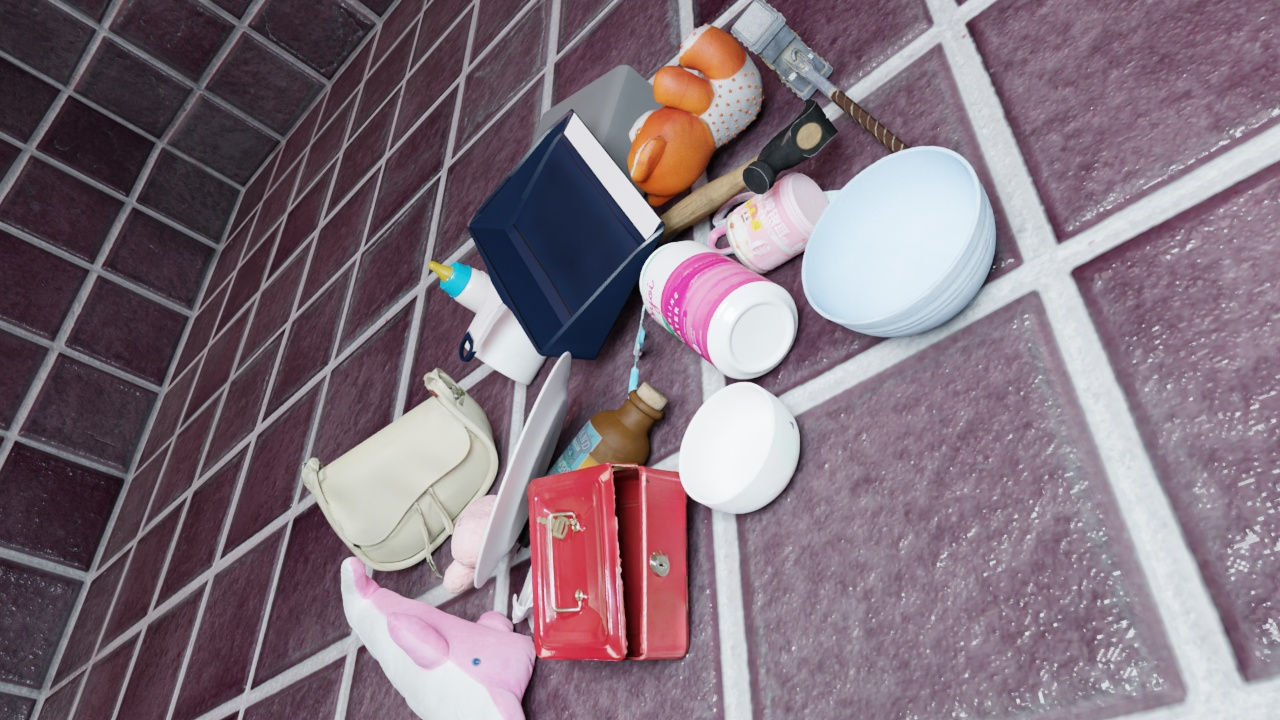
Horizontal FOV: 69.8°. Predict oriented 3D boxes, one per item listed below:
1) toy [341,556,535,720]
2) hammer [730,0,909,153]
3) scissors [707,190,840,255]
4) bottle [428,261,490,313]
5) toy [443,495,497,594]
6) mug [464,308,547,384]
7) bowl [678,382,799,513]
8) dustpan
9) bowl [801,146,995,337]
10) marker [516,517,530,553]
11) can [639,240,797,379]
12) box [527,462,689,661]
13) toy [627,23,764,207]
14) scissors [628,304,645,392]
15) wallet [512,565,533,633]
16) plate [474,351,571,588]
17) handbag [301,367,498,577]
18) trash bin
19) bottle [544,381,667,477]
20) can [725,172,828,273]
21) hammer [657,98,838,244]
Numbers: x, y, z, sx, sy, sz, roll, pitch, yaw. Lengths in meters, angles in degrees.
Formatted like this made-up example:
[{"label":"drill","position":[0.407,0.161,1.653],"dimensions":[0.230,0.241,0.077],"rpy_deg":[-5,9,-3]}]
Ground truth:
[{"label":"toy","position":[-0.185,0.277,0.888],"dimensions":[0.266,0.187,0.127],"rpy_deg":[22,43,35]},{"label":"hammer","position":[0.191,-0.230,0.835],"dimensions":[0.044,0.098,0.321],"rpy_deg":[-47,43,17]},{"label":"scissors","position":[0.131,-0.146,0.895],"dimensions":[0.175,0.017,0.076],"rpy_deg":[-11,54,51]},{"label":"bottle","position":[-0.210,-0.089,1.177],"dimensions":[0.051,0.146,0.051],"rpy_deg":[-33,41,34]},{"label":"toy","position":[-0.177,0.198,0.983],"dimensions":[0.108,0.053,0.105],"rpy_deg":[-69,3,-75]},{"label":"mug","position":[-0.152,-0.035,1.117],"dimensions":[0.090,0.091,0.121],"rpy_deg":[-58,14,2]},{"label":"bowl","position":[0.086,0.075,0.744],"dimensions":[0.105,0.054,0.104],"rpy_deg":[-34,42,36]},{"label":"dustpan","position":[-0.115,-0.104,0.991],"dimensions":[0.236,0.080,0.274],"rpy_deg":[56,129,38]},{"label":"bowl","position":[0.204,-0.077,0.689],"dimensions":[0.151,0.074,0.150],"rpy_deg":[-34,40,34]},{"label":"marker","position":[-0.089,0.139,0.953],"dimensions":[0.145,0.019,0.019],"rpy_deg":[-57,33,3]},{"label":"can","position":[0.066,-0.051,0.836],"dimensions":[0.088,0.088,0.166],"rpy_deg":[-56,33,5]},{"label":"box","position":[-0.034,0.168,0.764],"dimensions":[0.130,0.086,0.158],"rpy_deg":[-16,69,45]},{"label":"toy","position":[0.050,-0.247,0.960],"dimensions":[0.093,0.163,0.172],"rpy_deg":[41,92,19]},{"label":"scissors","position":[-0.006,0.007,0.905],"dimensions":[0.136,0.015,0.126],"rpy_deg":[33,-115,-85]},{"label":"wallet","position":[-0.096,0.204,0.859],"dimensions":[0.116,0.032,0.086],"rpy_deg":[117,172,-58]},{"label":"plate","position":[-0.106,0.108,0.896],"dimensions":[0.242,0.016,0.242],"rpy_deg":[27,-97,-88]},{"label":"handbag","position":[-0.261,0.142,1.049],"dimensions":[0.229,0.184,0.132],"rpy_deg":[-36,39,5]},{"label":"trash bin","position":[-0.073,-0.232,1.157],"dimensions":[0.192,0.097,0.219],"rpy_deg":[-15,52,47]},{"label":"bottle","position":[-0.031,0.089,0.874],"dimensions":[0.157,0.067,0.068],"rpy_deg":[-52,34,10]},{"label":"can","position":[0.127,-0.125,0.834],"dimensions":[0.076,0.067,0.067],"rpy_deg":[-30,43,39]},{"label":"hammer","position":[0.076,-0.166,0.909],"dimensions":[0.132,0.040,0.306],"rpy_deg":[-44,11,-26]}]
